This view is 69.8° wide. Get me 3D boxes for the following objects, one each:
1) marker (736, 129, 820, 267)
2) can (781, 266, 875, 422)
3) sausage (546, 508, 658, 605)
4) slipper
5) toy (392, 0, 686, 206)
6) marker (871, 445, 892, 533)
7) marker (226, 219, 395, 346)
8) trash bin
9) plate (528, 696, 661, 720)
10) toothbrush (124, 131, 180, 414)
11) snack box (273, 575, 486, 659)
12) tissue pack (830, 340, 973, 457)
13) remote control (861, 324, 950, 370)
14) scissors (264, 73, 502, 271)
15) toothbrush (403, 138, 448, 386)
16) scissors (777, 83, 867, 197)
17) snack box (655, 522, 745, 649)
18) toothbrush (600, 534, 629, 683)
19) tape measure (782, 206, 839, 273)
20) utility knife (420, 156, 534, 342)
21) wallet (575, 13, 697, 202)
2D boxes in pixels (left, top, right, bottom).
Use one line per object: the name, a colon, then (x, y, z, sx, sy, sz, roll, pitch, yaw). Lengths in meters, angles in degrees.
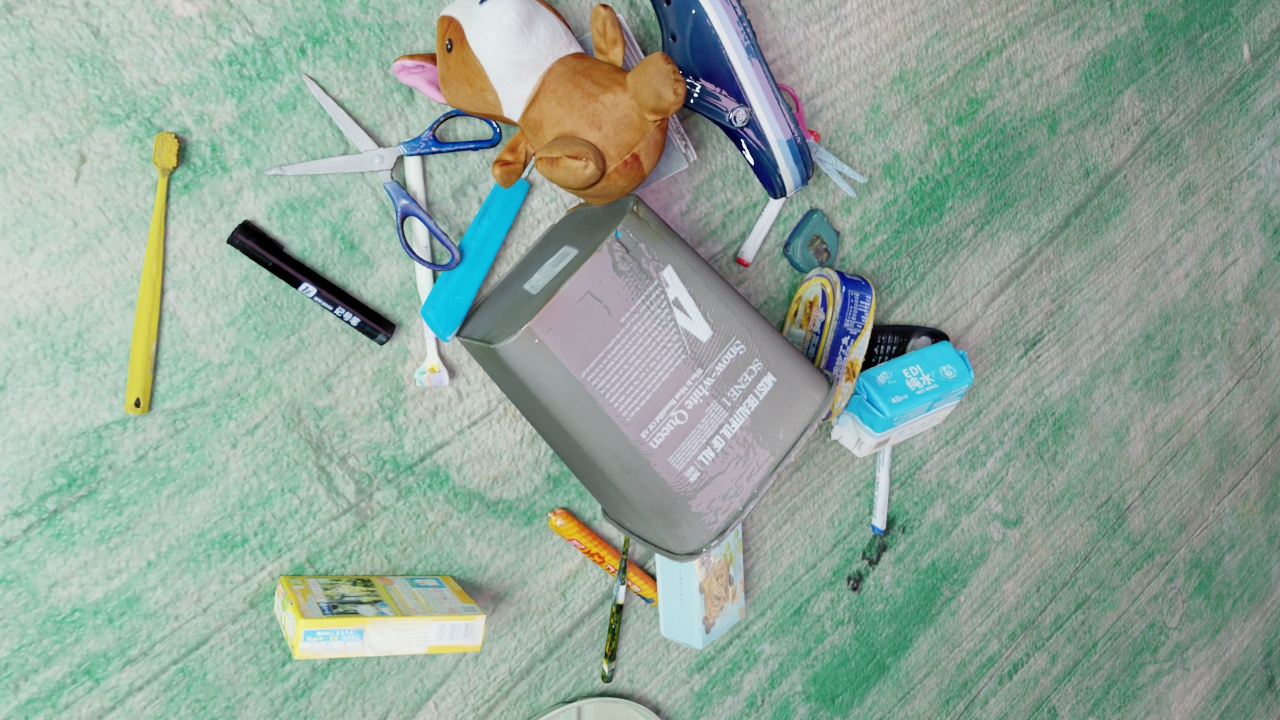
marker: (0.129, -0.153, 0.863, 0.017, 0.017, 0.145, 34, 82, -31)
can: (0.174, -0.015, 0.883, 0.049, 0.075, 0.148, 10, 101, -31)
sausage: (-0.028, 0.180, 0.831, 0.165, 0.021, 0.021, 44, 76, -29)
slipper: (0.054, -0.236, 0.760, 0.095, 0.105, 0.253, -35, 114, 2)
toy: (-0.073, -0.196, 0.634, 0.140, 0.199, 0.130, -43, 156, -10)
marker: (0.264, 0.117, 0.997, 0.016, 0.017, 0.146, -4, 102, -30)
marker: (-0.235, -0.054, 0.664, 0.132, 0.020, 0.022, 38, 50, -30)
trash bin: (-0.004, 0.004, 0.719, 0.198, 0.199, 0.220, -49, 114, -14)
plate: (-0.064, 0.419, 0.854, 0.229, 0.027, 0.230, -7, 104, -30)
toothbrush: (-0.325, -0.057, 0.610, 0.015, 0.017, 0.190, 6, 96, -31)
snack box: (-0.197, 0.191, 0.694, 0.140, 0.087, 0.034, 11, 93, -32)
tissue pack: (0.262, 0.037, 0.927, 0.140, 0.063, 0.090, -20, 152, -18)
remote control: (0.275, -0.012, 0.973, 0.136, 0.024, 0.053, 2, 102, -33)
scissors: (-0.177, -0.139, 0.667, 0.175, 0.012, 0.162, -23, 99, -19)
toothbrush: (-0.167, -0.073, 0.701, 0.029, 0.020, 0.189, 0, 101, 12)
scissors: (0.163, -0.206, 0.856, 0.137, 0.017, 0.076, 26, 77, -14)
snack box: (0.055, 0.171, 0.850, 0.074, 0.052, 0.175, -18, 110, -47)
toothbrush: (-0.019, 0.215, 0.826, 0.012, 0.017, 0.186, 5, 110, -9)
tape measure: (0.168, -0.111, 0.890, 0.054, 0.025, 0.058, 44, 77, -29)
utility knife: (-0.118, -0.101, 0.714, 0.034, 0.018, 0.185, 38, 70, -37)
wallet: (-0.026, -0.194, 0.730, 0.107, 0.036, 0.130, -25, 117, 18)
